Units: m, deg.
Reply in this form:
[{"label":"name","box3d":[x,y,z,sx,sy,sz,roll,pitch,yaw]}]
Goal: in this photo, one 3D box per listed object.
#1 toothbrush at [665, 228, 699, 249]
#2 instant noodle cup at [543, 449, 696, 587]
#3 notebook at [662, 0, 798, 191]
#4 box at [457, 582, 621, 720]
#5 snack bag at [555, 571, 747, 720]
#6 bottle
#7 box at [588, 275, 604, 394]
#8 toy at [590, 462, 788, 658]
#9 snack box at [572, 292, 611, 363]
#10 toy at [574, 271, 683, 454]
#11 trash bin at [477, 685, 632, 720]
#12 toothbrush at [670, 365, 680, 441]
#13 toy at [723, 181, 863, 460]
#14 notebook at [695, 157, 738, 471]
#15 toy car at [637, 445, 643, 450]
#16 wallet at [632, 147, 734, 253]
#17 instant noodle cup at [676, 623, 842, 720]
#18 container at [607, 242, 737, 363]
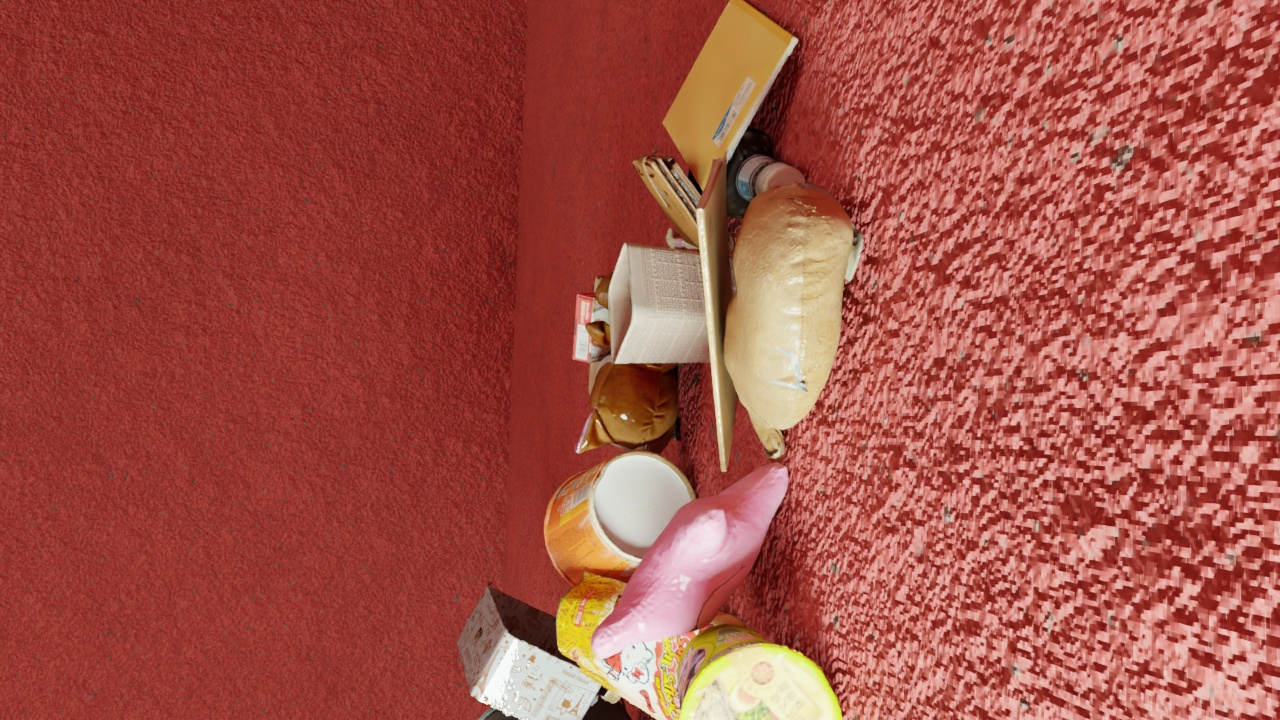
[{"label":"toothbrush","box3d":[0.060,-0.126,0.969,0.029,0.020,0.189,64,171,-13]},{"label":"instant noodle cup","box3d":[-0.015,0.169,0.968,0.112,0.151,0.151,131,140,-56]},{"label":"notebook","box3d":[0.074,-0.250,0.840,0.146,0.010,0.206,-59,23,23]},{"label":"box","box3d":[-0.093,0.299,1.048,0.205,0.158,0.181,-56,14,-3]},{"label":"snack bag","box3d":[0.011,0.276,0.864,0.208,0.073,0.128,9,96,46]},{"label":"bottle","box3d":[0.090,-0.162,0.797,0.195,0.044,0.080,-126,48,-67]},{"label":"box","box3d":[-0.037,-0.027,1.210,0.091,0.077,0.168,-142,54,-73]},{"label":"toy","box3d":[0.053,0.157,0.734,0.074,0.178,0.195,43,105,23]},{"label":"snack box","box3d":[-0.024,-0.044,1.070,0.152,0.025,0.075,-12,-68,-57]},{"label":"toy","box3d":[-0.006,0.006,0.979,0.131,0.140,0.199,13,96,58]},{"label":"trash bin","box3d":[-0.066,0.493,1.012,0.220,0.198,0.199,171,93,-69]},{"label":"toothbrush","box3d":[0.036,0.002,1.045,0.016,0.018,0.181,132,141,-74]},{"label":"toy","box3d":[0.100,-0.014,0.665,0.143,0.082,0.226,-82,-2,-66]},{"label":"notebook","box3d":[0.065,-0.040,0.733,0.149,0.012,0.212,-69,-25,-63]},{"label":"toy car","box3d":[0.009,0.081,1.099,0.091,0.035,0.042,114,157,-61]},{"label":"wallet","box3d":[0.037,-0.147,0.852,0.108,0.031,0.132,53,180,-16]},{"label":"instant noodle cup","box3d":[0.074,0.245,0.668,0.123,0.111,0.111,171,101,-84]},{"label":"container","box3d":[0.033,-0.050,0.862,0.090,0.111,0.090,115,155,-57]}]
